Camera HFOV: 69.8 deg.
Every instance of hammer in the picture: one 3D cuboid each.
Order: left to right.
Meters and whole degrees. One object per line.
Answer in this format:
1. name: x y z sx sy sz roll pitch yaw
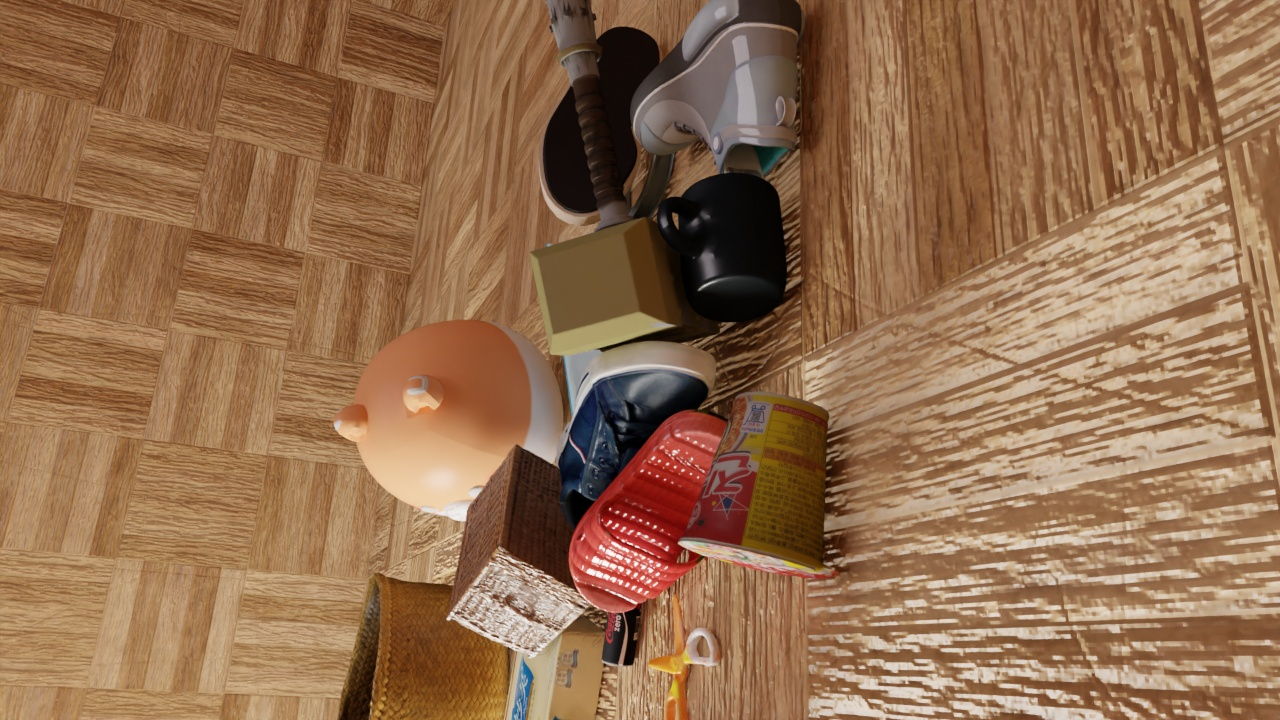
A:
1. hammer: -0.033 -0.172 0.792 0.190 0.101 0.324 2 -105 -70

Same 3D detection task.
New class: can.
1. can: -0.017 0.251 0.885 0.032 0.031 0.080 170 109 -67

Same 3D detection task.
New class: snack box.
1. snack box: -0.101 0.381 1.001 0.153 0.055 0.207 179 101 -67

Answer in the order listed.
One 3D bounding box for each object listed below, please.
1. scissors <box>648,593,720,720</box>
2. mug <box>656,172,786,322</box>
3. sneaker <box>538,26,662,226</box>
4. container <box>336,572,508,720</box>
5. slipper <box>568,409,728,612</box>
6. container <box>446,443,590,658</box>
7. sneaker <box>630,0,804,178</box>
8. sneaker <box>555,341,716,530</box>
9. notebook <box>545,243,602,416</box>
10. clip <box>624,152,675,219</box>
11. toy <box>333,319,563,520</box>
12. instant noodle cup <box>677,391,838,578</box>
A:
1. scissors: 0.036 0.258 0.779 0.131 0.011 0.125 -48 39 50
2. mug: 0.061 -0.094 0.734 0.085 0.121 0.094 -29 52 41
3. sneaker: -0.052 -0.254 1.074 0.117 0.111 0.293 106 176 -58
4. container: -0.304 0.463 1.284 0.307 0.196 0.307 -169 91 -70
5. slipper: 0.008 0.145 0.782 0.059 0.103 0.249 -84 19 -53
6. container: -0.124 0.202 0.984 0.113 0.113 0.198 -50 19 22
7. sneaker: 0.065 -0.208 0.841 0.257 0.093 0.160 149 120 -64
8. sneaker: -0.010 0.089 0.822 0.295 0.120 0.127 124 154 -54
9. notebook: -0.063 0.000 1.028 0.181 0.009 0.253 -151 51 -68
10. clip: -0.011 -0.196 1.091 0.164 0.031 0.169 -119 46 -61
11. toy: -0.242 0.076 1.190 0.263 0.280 0.265 -22 69 26
12. instant noodle cup: 0.085 0.085 0.636 0.101 0.100 0.112 -24 51 65
